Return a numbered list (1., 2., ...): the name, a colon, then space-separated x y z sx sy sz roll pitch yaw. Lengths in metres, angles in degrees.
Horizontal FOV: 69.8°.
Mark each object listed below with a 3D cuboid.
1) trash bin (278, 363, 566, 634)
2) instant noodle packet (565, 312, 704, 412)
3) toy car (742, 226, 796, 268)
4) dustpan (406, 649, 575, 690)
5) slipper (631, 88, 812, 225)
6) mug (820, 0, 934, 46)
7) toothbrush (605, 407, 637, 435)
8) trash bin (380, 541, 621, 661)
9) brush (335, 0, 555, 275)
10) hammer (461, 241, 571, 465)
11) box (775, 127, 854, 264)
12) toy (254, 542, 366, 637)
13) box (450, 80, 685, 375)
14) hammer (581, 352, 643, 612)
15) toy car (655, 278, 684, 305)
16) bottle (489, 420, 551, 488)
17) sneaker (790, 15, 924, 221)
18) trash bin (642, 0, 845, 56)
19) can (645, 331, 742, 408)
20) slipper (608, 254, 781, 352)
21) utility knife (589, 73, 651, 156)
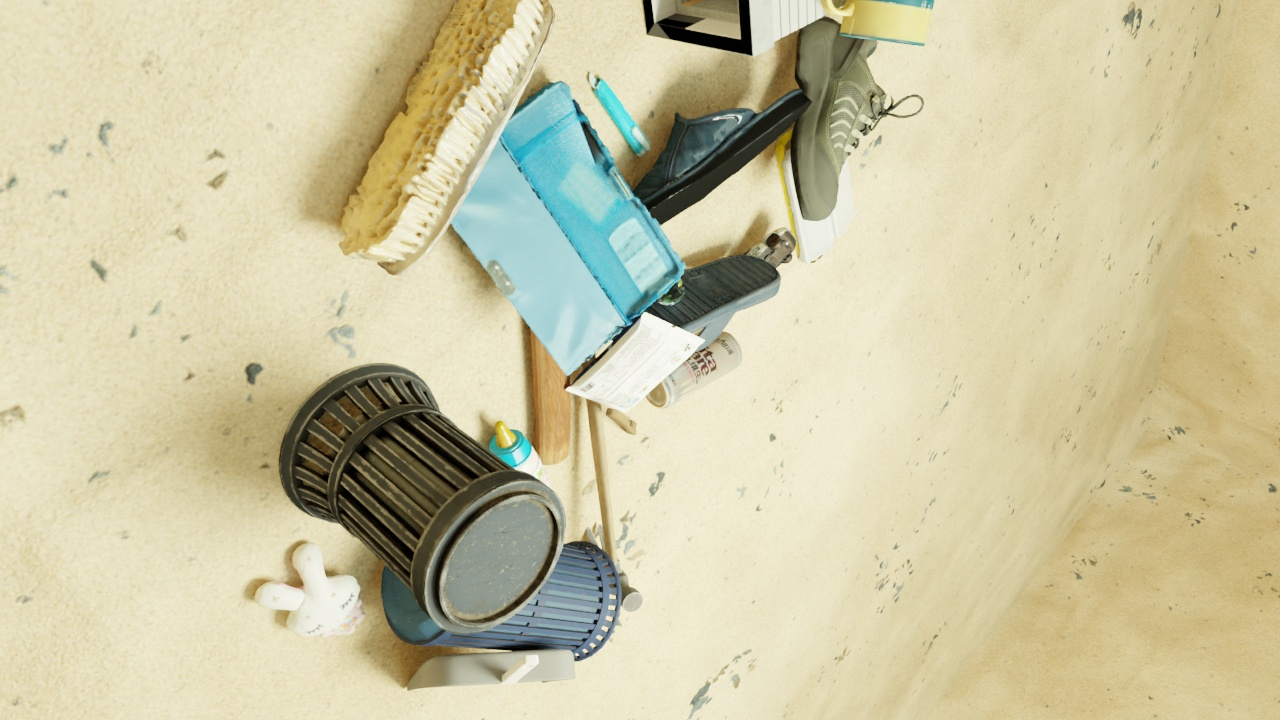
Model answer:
1. trash bin: -0.187 0.121 0.806 0.163 0.227 0.164 -25 128 -37
2. instant noodle packet: -0.006 0.006 0.983 0.087 0.026 0.135 23 127 -36
3. toy car: 0.150 -0.126 1.173 0.113 0.040 0.048 -42 141 7
4. dustpan: -0.146 0.327 0.961 0.163 0.033 0.258 4 150 -20
5. slipper: 0.061 -0.231 1.000 0.265 0.083 0.109 -38 178 -9
6. mug: 0.228 -0.361 0.874 0.113 0.083 0.107 1 113 -18
7. toothbrush: -0.020 0.071 1.074 0.167 0.016 0.016 55 50 -77
8. trash bin: -0.150 0.249 0.995 0.249 0.139 0.139 26 91 -49
9. brush: -0.161 -0.197 0.765 0.056 0.083 0.271 29 90 -52
10. hammer: -0.102 -0.015 0.971 0.157 0.037 0.301 -25 128 -37
11. box: 0.240 -0.238 1.226 0.129 0.034 0.210 -46 138 -23
12. toy: -0.310 0.235 0.891 0.075 0.037 0.125 -42 133 -17
13. box: -0.075 -0.124 0.876 0.174 0.033 0.231 -43 114 -21
14. hammer: -0.048 0.132 1.080 0.030 0.119 0.331 -16 114 -19
15. toy car: 0.012 -0.096 1.019 0.038 0.089 0.028 -29 168 -41
16. bottle: -0.133 0.118 1.003 0.051 0.051 0.146 -39 135 -26
17. sneaker: 0.252 -0.283 1.082 0.101 0.143 0.238 -51 143 -81
18. trash bin: 0.134 -0.423 0.906 0.246 0.142 0.143 -35 134 -29
19. can: 0.065 0.011 1.154 0.135 0.054 0.054 -28 130 -34
20. slipper: 0.057 -0.052 1.072 0.262 0.101 0.083 -20 138 -33
21. utility knife: -0.020 -0.253 0.941 0.116 0.015 0.022 47 62 -47
